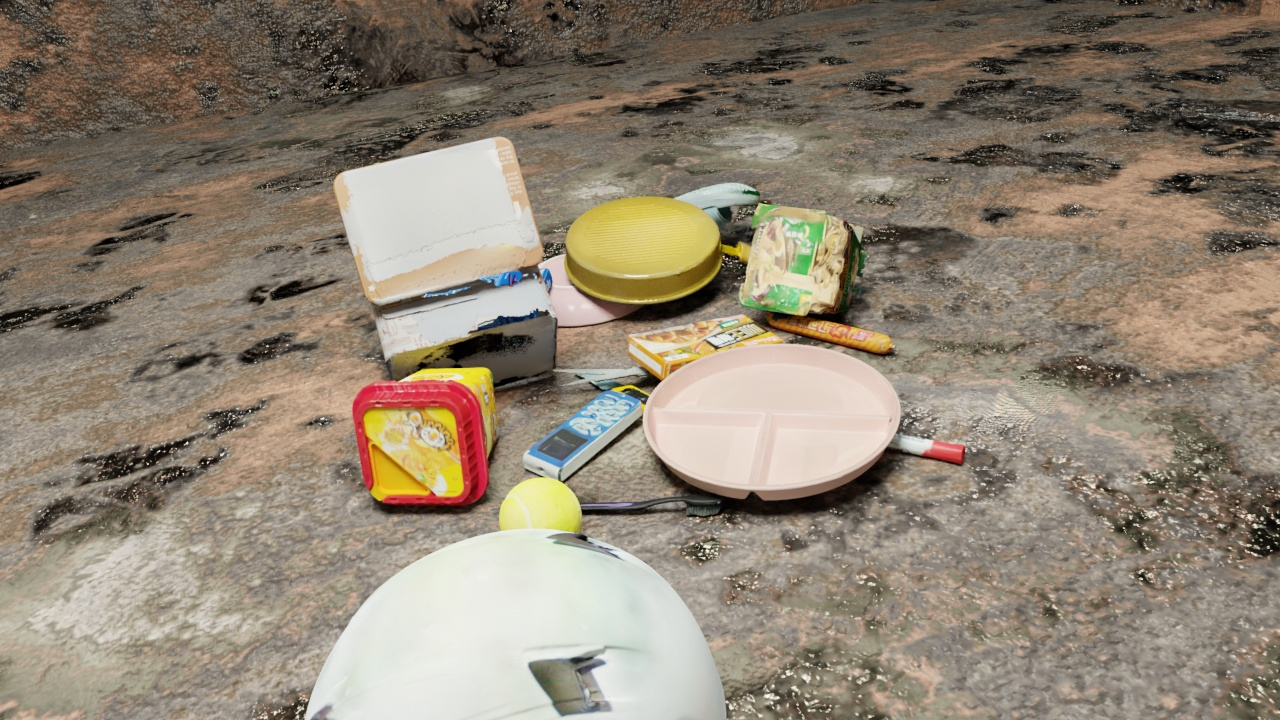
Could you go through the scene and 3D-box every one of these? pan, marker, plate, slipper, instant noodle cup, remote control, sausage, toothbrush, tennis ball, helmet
[{"bbox_3d":[0.083,-0.133,1.152,0.357,0.078,0.197,-5,40,-2],"label":"pan"},{"bbox_3d":[0.216,0.071,0.826,0.145,0.017,0.017,10,32,28],"label":"marker"},{"bbox_3d":[0.117,0.052,0.835,0.229,0.028,0.229,-7,31,4],"label":"plate"},{"bbox_3d":[0.048,-0.185,1.271,0.246,0.074,0.104,-17,5,15],"label":"slipper"},{"bbox_3d":[-0.186,0.060,0.841,0.116,0.116,0.123,-1,17,9],"label":"instant noodle cup"},{"bbox_3d":[-0.052,0.071,0.872,0.049,0.024,0.124,17,39,37],"label":"remote control"},{"bbox_3d":[0.206,-0.033,1.014,0.165,0.021,0.021,16,36,37],"label":"sausage"},{"bbox_3d":[-0.076,-0.102,1.184,0.192,0.039,0.192,-5,28,3],"label":"plate"},{"bbox_3d":[-0.023,0.126,0.782,0.189,0.017,0.014,-4,17,11],"label":"toothbrush"},{"bbox_3d":[-0.080,0.126,0.732,0.065,0.065,0.065,-5,28,3],"label":"tennis ball"},{"bbox_3d":[-0.082,0.187,0.535,0.259,0.146,0.228,-4,28,4],"label":"helmet"}]

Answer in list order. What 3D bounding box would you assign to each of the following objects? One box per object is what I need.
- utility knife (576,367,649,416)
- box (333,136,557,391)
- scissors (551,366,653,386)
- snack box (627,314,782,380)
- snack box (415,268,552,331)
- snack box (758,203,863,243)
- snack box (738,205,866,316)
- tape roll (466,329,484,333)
[{"bbox_3d":[0.000,0.043,0.924,0.033,0.015,0.223,-22,32,-32],"label":"utility knife"},{"bbox_3d":[-0.185,-0.074,0.918,0.179,0.270,0.136,-15,32,-14],"label":"box"},{"bbox_3d":[0.003,0.012,0.956,0.164,0.014,0.163,18,28,25],"label":"scissors"},{"bbox_3d":[0.069,-0.014,0.972,0.153,0.026,0.075,-11,30,-31],"label":"snack box"},{"bbox_3d":[-0.190,-0.071,1.114,0.157,0.026,0.084,-4,40,15],"label":"snack box"},{"bbox_3d":[0.223,-0.176,1.207,0.087,0.034,0.140,19,12,38],"label":"snack box"},{"bbox_3d":[0.192,-0.106,1.055,0.118,0.118,0.105,13,2,30],"label":"snack box"},{"bbox_3d":[-0.170,-0.024,1.086,0.086,0.014,0.085,-5,28,3],"label":"tape roll"}]
